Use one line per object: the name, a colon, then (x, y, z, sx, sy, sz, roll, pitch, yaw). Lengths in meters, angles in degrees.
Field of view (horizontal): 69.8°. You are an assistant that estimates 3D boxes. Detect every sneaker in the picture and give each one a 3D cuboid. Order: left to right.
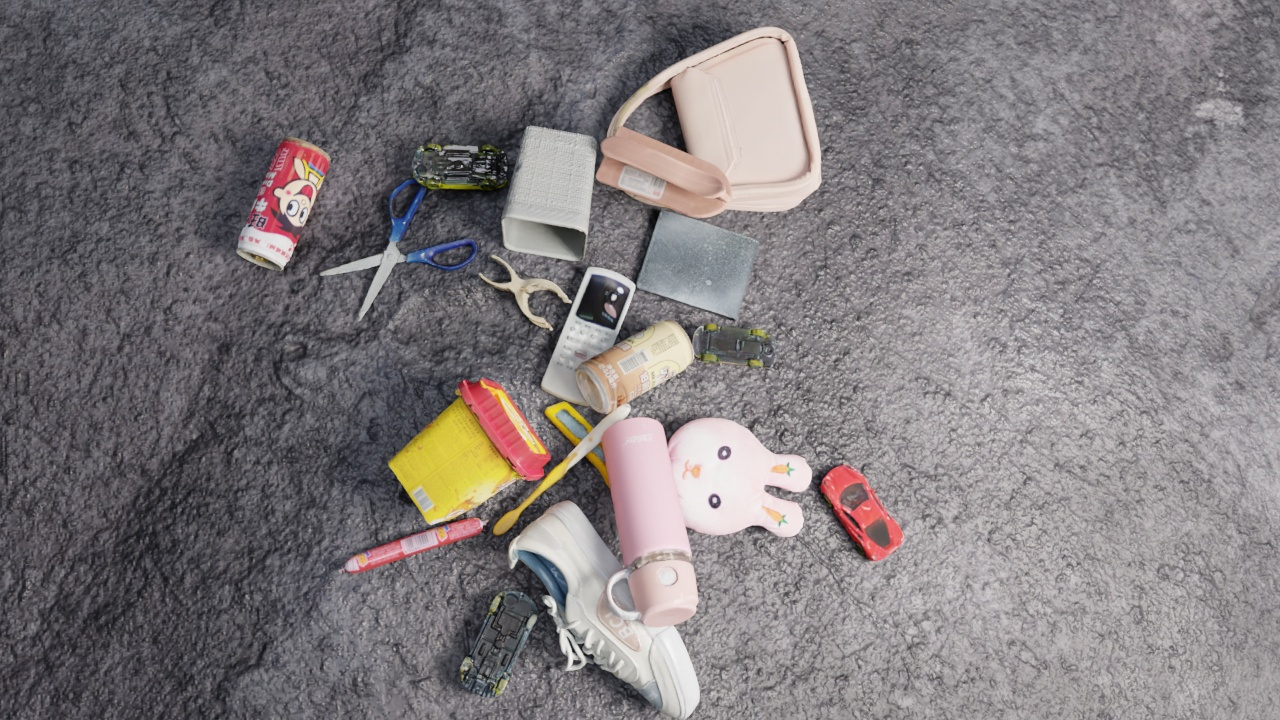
sneaker: (-0.040, 0.256, 0.890, 0.090, 0.090, 0.242, -32, 79, -31)

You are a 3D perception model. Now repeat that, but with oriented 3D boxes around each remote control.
remote control: (-0.055, -0.028, 0.989, 0.058, 0.021, 0.150, 20, 78, -1)

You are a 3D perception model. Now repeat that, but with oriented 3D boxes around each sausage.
sausage: (-0.229, 0.186, 0.927, 0.155, 0.020, 0.020, -17, 80, -9)

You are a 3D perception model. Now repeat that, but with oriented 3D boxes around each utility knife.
utility knife: (-0.042, 0.101, 0.965, 0.154, 0.015, 0.033, 44, 75, 5)

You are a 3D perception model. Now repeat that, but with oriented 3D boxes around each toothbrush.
toothbrush: (-0.080, 0.112, 0.949, 0.191, 0.018, 0.016, -44, 82, -7)

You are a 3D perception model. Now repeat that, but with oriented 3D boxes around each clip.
clip: (-0.130, -0.062, 0.983, 0.104, 0.035, 0.084, 15, 84, 6)

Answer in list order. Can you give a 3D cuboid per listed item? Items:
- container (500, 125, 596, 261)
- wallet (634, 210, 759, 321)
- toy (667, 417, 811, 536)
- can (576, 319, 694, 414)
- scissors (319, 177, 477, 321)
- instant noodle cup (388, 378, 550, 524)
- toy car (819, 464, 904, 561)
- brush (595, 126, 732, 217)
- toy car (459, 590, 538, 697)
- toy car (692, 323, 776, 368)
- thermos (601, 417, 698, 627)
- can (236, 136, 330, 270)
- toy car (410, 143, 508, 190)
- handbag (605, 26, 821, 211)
container: (-0.094, -0.180, 0.985, 0.090, 0.090, 0.114, 10, 74, -4)
wallet: (0.063, -0.106, 1.020, 0.121, 0.019, 0.097, 18, 78, 0)
toy: (0.101, 0.125, 0.957, 0.159, 0.054, 0.121, 13, 77, -7)
can: (-0.006, 0.006, 0.957, 0.116, 0.059, 0.058, -29, 82, -23)
scissors: (-0.259, -0.121, 0.993, 0.162, 0.012, 0.175, 6, 78, -5)
instant noodle cup: (-0.171, 0.095, 0.911, 0.123, 0.116, 0.116, -37, 83, 0)
toy car: (0.234, 0.160, 0.973, 0.049, 0.031, 0.106, -32, 81, -12)
brush: (0.028, -0.193, 0.960, 0.146, 0.073, 0.063, 25, 88, 14)
toy car: (-0.139, 0.279, 0.909, 0.049, 0.031, 0.105, 26, 78, -1)
toy car: (0.100, -0.013, 0.994, 0.090, 0.035, 0.042, 7, 76, -4)
thermos: (-0.001, 0.156, 0.888, 0.087, 0.067, 0.198, -5, 56, -8)
can: (-0.377, -0.165, 0.969, 0.053, 0.053, 0.132, 18, 77, -2)
toy car: (-0.197, -0.210, 1.007, 0.105, 0.032, 0.048, 0, 78, -9)
handbag: (0.075, -0.253, 1.028, 0.234, 0.093, 0.193, -13, 80, 0)
